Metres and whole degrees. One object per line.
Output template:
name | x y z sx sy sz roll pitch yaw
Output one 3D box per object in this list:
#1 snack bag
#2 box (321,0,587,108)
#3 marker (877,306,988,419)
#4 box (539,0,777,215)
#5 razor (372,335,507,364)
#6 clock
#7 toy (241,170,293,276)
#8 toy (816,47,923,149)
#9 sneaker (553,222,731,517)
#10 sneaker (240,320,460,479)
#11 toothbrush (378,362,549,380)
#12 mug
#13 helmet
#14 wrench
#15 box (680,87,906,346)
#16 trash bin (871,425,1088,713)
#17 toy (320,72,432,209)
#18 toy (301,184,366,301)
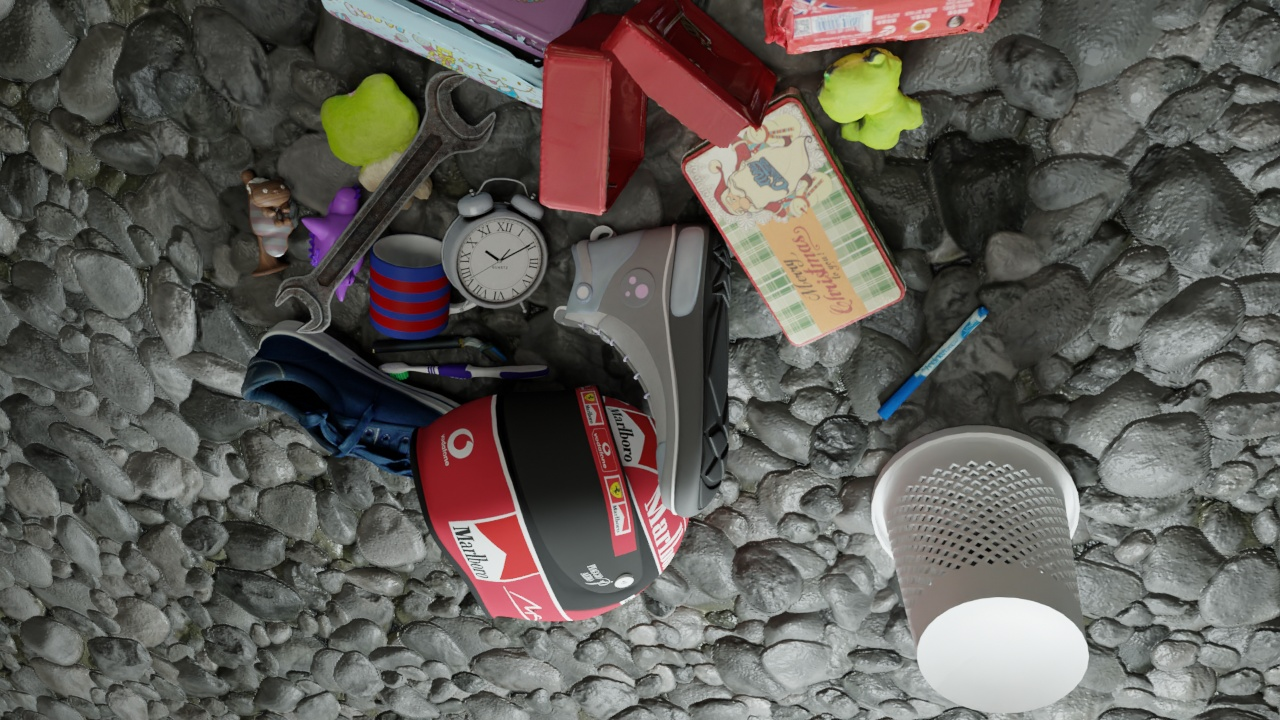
snack bag | 0.176 -0.271 0.674 0.176 0.082 0.082 -2 119 14
box | -0.155 -0.291 0.753 0.214 0.089 0.093 24 159 -2
marker | 0.269 0.004 0.847 0.013 0.013 0.142 32 120 -7
box | -0.009 -0.195 0.712 0.152 0.156 0.166 42 121 -10
razor | -0.209 -0.015 0.938 0.144 0.022 0.043 2 160 16
clock | -0.130 -0.105 0.833 0.094 0.035 0.123 -1 115 -26
toy | -0.360 -0.133 0.891 0.055 0.041 0.102 9 115 34
toy | 0.179 -0.204 0.719 0.093 0.036 0.094 19 153 -17
sneaker | -0.004 0.005 0.809 0.161 0.093 0.256 1 81 21
sneaker | -0.268 0.078 0.933 0.294 0.127 0.121 31 131 -14
toothbrush | -0.184 0.012 0.950 0.187 0.015 0.016 1 124 12
mug | -0.201 -0.071 0.880 0.111 0.075 0.076 0 123 -17
helmet | -0.067 0.132 0.875 0.224 0.197 0.271 -17 141 -2
wrench | -0.226 -0.136 0.808 0.070 0.010 0.273 38 95 -22
box | 0.133 -0.118 0.786 0.118 0.049 0.205 -24 113 25
trash bin | 0.314 0.195 0.838 0.195 0.199 0.196 5 120 9
toy | -0.230 -0.193 0.826 0.092 0.043 0.118 -21 118 16
toy | -0.286 -0.108 0.864 0.055 0.106 0.088 -8 148 -21
